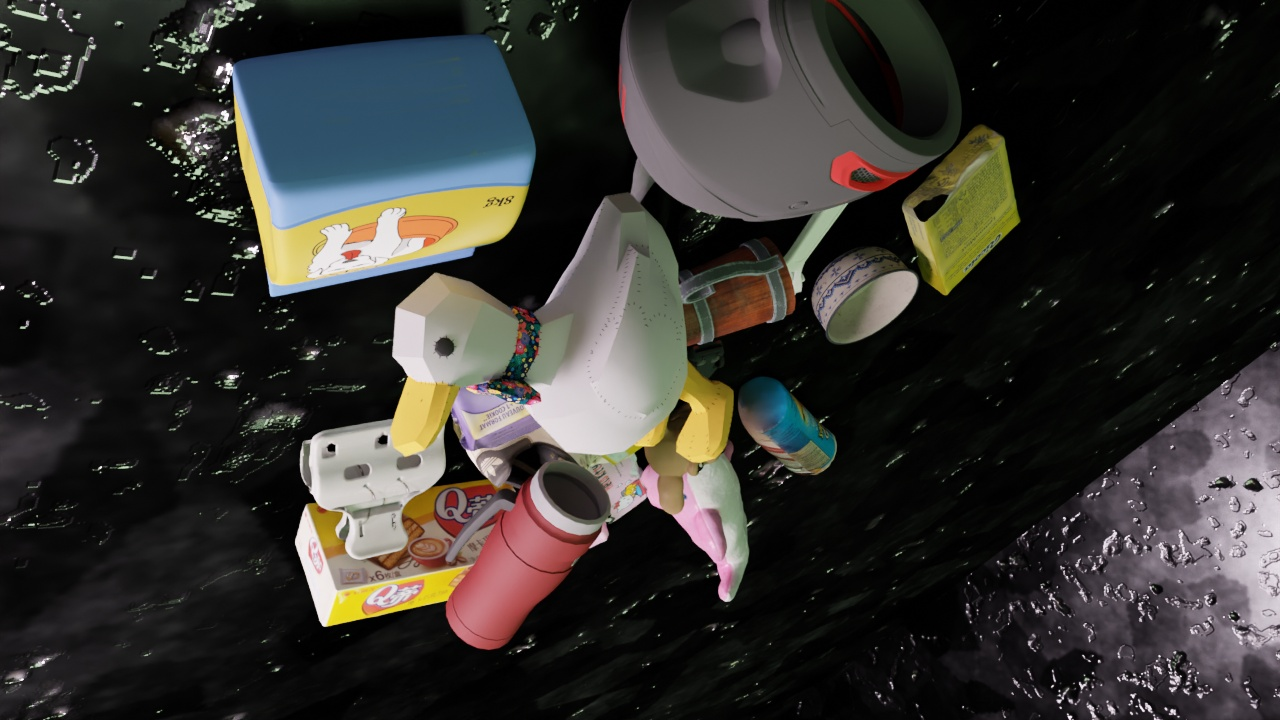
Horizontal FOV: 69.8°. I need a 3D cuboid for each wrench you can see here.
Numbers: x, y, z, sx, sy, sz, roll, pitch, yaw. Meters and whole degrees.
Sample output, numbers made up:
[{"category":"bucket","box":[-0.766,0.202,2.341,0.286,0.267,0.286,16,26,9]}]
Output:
[{"category":"wrench","box":[0.181,-0.141,0.904,0.066,0.018,0.274,-3,139,-37]}]

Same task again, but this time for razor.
[{"category":"razor","box":[0.014,-0.128,0.749,0.057,0.060,0.156,-5,123,-18]}]

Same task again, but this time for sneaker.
[{"category":"sneaker","box":[-0.076,0.094,0.947,0.241,0.102,0.089,10,132,-47]}]

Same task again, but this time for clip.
[{"category":"clip","box":[-0.253,0.109,0.863,0.125,0.091,0.152,-7,130,-32]}]

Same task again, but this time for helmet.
[{"category":"helmet","box":[0.085,-0.177,0.624,0.170,0.164,0.264,-17,169,42]}]

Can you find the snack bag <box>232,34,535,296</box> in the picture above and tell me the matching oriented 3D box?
[{"category":"snack bag","box":[-0.168,-0.103,0.597,0.158,0.102,0.206,-15,163,-23]}]

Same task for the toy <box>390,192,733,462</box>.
[{"category":"toy","box":[-0.050,-0.012,0.686,0.267,0.141,0.246,31,77,-35]}]

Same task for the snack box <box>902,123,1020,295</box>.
[{"category":"snack box","box":[0.338,-0.157,0.970,0.121,0.045,0.181,-46,147,3]}]

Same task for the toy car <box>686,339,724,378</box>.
[{"category":"toy car","box":[0.056,0.008,0.996,0.046,0.034,0.112,-13,161,-21]}]

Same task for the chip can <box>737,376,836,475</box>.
[{"category":"chip can","box":[0.190,0.090,1.198,0.080,0.079,0.229,-36,148,10]}]

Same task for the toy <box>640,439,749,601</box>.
[{"category":"toy","box":[0.070,0.186,1.181,0.128,0.186,0.266,-8,130,21]}]

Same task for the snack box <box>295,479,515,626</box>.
[{"category":"snack box","box":[-0.227,0.192,0.957,0.229,0.110,0.062,-3,135,-37]}]

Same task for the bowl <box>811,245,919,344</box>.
[{"category":"bowl","box":[0.237,-0.078,1.001,0.115,0.059,0.116,-21,149,-14]}]

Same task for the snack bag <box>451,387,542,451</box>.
[{"category":"snack bag","box":[-0.077,0.005,0.824,0.205,0.096,0.058,-24,155,-9]}]

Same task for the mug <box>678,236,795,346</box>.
[{"category":"mug","box":[0.080,-0.067,0.857,0.111,0.081,0.117,-21,167,-8]}]

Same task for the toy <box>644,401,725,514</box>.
[{"category":"toy","box":[0.049,0.088,1.035,0.106,0.134,0.108,-9,-159,23]}]

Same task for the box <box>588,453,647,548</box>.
[{"category":"box","box":[-0.062,0.175,1.139,0.154,0.044,0.201,-28,150,-4]}]

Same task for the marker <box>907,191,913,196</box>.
[{"category":"marker","box":[0.302,-0.143,0.998,0.022,0.016,0.138,-68,152,-14]}]

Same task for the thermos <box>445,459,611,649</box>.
[{"category":"thermos","box":[-0.120,0.182,0.873,0.108,0.083,0.199,28,120,-14]}]

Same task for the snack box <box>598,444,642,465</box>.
[{"category":"snack box","box":[-0.039,0.035,0.889,0.061,0.105,0.083,-35,150,5]}]
